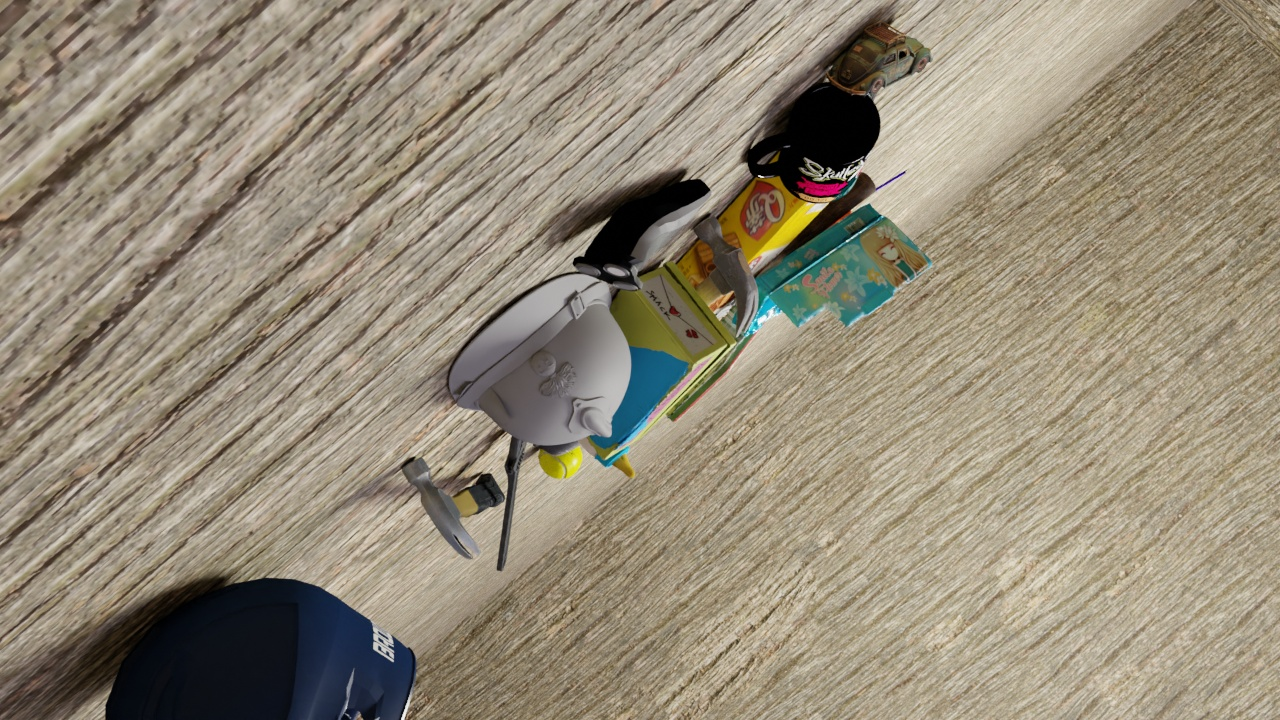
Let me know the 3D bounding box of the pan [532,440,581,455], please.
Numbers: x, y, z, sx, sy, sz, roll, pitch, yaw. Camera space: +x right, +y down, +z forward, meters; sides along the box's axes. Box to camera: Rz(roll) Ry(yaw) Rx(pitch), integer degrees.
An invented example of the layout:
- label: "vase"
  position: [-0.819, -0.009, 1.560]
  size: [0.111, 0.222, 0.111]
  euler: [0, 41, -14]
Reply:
- label: "pan"
  position: [-0.017, 0.039, 1.218]
  size: [0.358, 0.055, 0.186]
  euler: [-31, -177, 45]

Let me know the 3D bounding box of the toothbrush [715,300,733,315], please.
- label: "toothbrush"
  position: [0.090, -0.055, 1.169]
  size: [0.155, 0.015, 0.022]
  euler: [-40, -153, 37]

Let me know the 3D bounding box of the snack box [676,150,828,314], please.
- label: "snack box"
  position: [0.124, -0.140, 1.040]
  size: [0.231, 0.061, 0.109]
  euler: [-46, 169, 33]

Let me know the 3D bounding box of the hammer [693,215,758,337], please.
- label: "hammer"
  position: [0.012, -0.029, 1.065]
  size: [0.030, 0.119, 0.332]
  euler: [-27, 173, -47]

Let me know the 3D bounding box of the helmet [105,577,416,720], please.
- label: "helmet"
  position: [-0.355, 0.324, 0.806]
  size: [0.233, 0.223, 0.271]
  euler: [-29, -146, 58]

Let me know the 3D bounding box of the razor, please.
- label: "razor"
  position: [0.009, -0.113, 0.759]
  size: [0.057, 0.060, 0.155]
  euler: [6, -135, 38]

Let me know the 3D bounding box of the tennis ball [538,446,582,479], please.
- label: "tennis ball"
  position: [-0.122, 0.147, 1.395]
  size: [0.065, 0.065, 0.065]
  euler: [-39, 170, -8]

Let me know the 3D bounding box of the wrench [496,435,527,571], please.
- label: "wrench"
  position: [-0.168, 0.178, 1.186]
  size: [0.073, 0.018, 0.274]
  euler: [-72, 176, -53]

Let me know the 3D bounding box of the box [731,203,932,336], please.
- label: "box"
  position: [0.239, -0.086, 1.132]
  size: [0.226, 0.121, 0.098]
  euler: [-34, 161, -28]

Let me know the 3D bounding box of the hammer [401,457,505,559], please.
- label: "hammer"
  position: [-0.204, 0.169, 1.098]
  size: [0.025, 0.118, 0.333]
  euler: [-32, 176, -2]

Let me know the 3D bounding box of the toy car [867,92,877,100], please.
- label: "toy car"
  position: [0.217, -0.262, 0.931]
  size: [0.049, 0.030, 0.107]
  euler: [-40, 168, -7]

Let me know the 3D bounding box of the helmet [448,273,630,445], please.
- label: "helmet"
  position: [-0.069, 0.025, 0.878]
  size: [0.183, 0.117, 0.271]
  euler: [-40, 169, -2]

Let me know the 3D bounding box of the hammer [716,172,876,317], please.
- label: "hammer"
  position: [0.164, -0.136, 1.182]
  size: [0.301, 0.037, 0.217]
  euler: [-38, 172, 33]

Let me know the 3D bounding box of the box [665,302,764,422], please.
- label: "box"
  position: [0.090, -0.004, 1.173]
  size: [0.118, 0.049, 0.205]
  euler: [-49, 178, 27]

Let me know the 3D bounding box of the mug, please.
- label: "mug"
  position: [0.161, -0.203, 0.881]
  size: [0.118, 0.081, 0.098]
  euler: [-12, 169, -1]

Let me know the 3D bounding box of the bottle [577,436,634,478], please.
- label: "bottle"
  position: [-0.055, 0.087, 1.134]
  size: [0.051, 0.146, 0.051]
  euler: [-39, 170, -8]

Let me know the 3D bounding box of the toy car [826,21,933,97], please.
- label: "toy car"
  position: [0.219, -0.277, 0.825]
  size: [0.111, 0.047, 0.047]
  euler: [-30, 148, -27]

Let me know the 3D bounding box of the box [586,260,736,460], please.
- label: "box"
  position: [-0.006, 0.006, 1.035]
  size: [0.080, 0.124, 0.222]
  euler: [-29, 164, -41]

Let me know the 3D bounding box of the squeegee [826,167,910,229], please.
- label: "squeegee"
  position: [0.254, -0.184, 1.318]
  size: [0.184, 0.055, 0.250]
  euler: [-48, -172, -20]
